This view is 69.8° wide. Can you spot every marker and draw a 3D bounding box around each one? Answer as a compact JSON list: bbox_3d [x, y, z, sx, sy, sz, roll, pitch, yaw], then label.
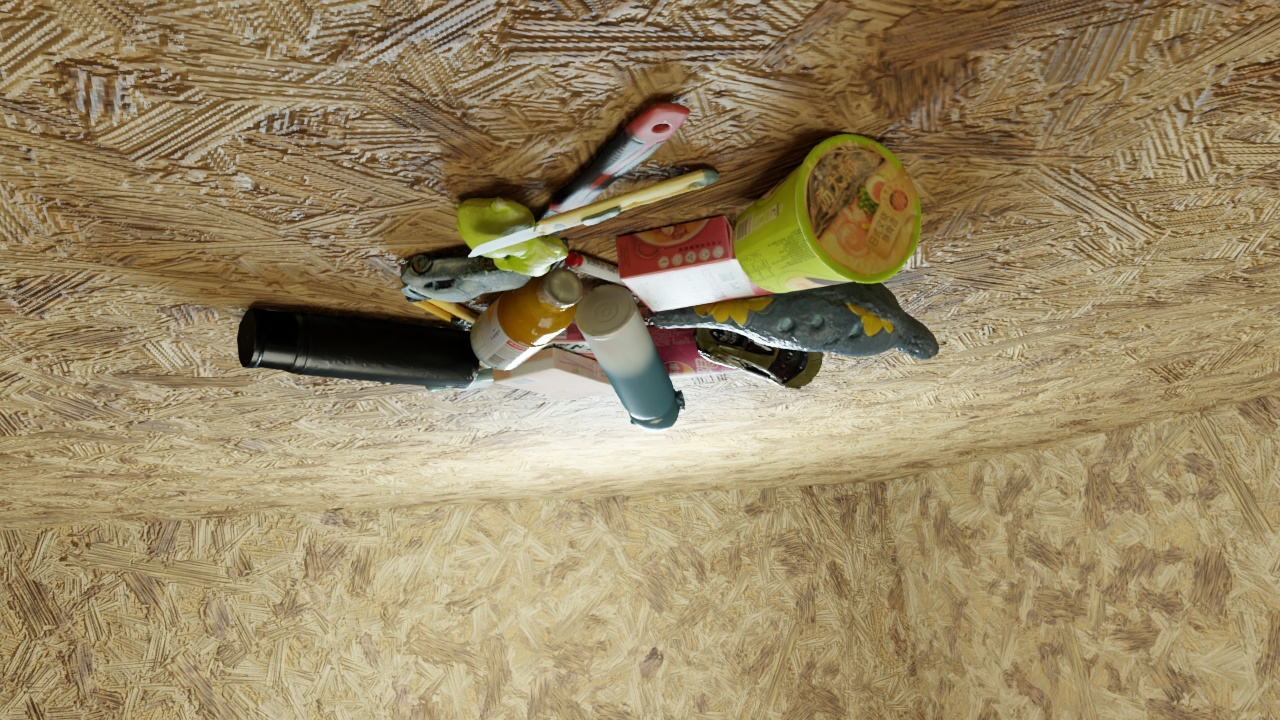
[{"bbox_3d":[-0.022,-0.083,0.899,0.017,0.017,0.145,-16,163,35],"label":"marker"}]

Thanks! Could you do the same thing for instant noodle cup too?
[{"bbox_3d":[0.137,-0.104,0.723,0.111,0.111,0.124,0,173,-23],"label":"instant noodle cup"}]

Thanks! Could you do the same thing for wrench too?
[{"bbox_3d":[-0.041,-0.129,0.708,0.056,0.016,0.274,-3,167,-27],"label":"wrench"}]

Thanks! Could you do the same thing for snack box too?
[{"bbox_3d":[-0.092,0.018,1.067,0.085,0.026,0.157,-12,165,26],"label":"snack box"},{"bbox_3d":[-0.068,-0.026,1.052,0.127,0.044,0.113,0,165,-26],"label":"snack box"},{"bbox_3d":[0.054,-0.089,0.852,0.127,0.044,0.113,-8,165,14],"label":"snack box"}]

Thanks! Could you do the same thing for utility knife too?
[{"bbox_3d":[-0.036,-0.115,0.703,0.204,0.021,0.031,-14,165,-2],"label":"utility knife"},{"bbox_3d":[-0.188,-0.044,0.987,0.033,0.015,0.216,-7,167,16],"label":"utility knife"}]

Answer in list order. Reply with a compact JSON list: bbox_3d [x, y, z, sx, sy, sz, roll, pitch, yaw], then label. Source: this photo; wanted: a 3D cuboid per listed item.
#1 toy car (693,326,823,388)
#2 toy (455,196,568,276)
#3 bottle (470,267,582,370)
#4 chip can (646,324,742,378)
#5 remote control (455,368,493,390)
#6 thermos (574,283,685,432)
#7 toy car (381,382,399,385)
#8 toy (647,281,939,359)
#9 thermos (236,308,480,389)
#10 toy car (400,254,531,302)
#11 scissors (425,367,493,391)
[{"bbox_3d":[0.137,-0.016,1.046,0.158,0.070,0.042,18,-170,-11],"label":"toy car"},{"bbox_3d":[-0.107,-0.098,0.737,0.100,0.031,0.097,20,153,-27],"label":"toy"},{"bbox_3d":[-0.113,-0.043,0.915,0.068,0.068,0.190,2,164,-28],"label":"bottle"},{"bbox_3d":[0.094,-0.017,1.100,0.210,0.071,0.071,-5,166,-3],"label":"chip can"},{"bbox_3d":[-0.245,0.016,1.196,0.056,0.020,0.136,-12,165,18],"label":"remote control"},{"bbox_3d":[-0.006,0.006,0.995,0.070,0.070,0.220,-9,146,13],"label":"thermos"},{"bbox_3d":[-0.299,0.007,1.076,0.106,0.031,0.048,14,-172,40],"label":"toy car"},{"bbox_3d":[0.192,-0.046,0.970,0.356,0.091,0.138,7,161,-21],"label":"toy"},{"bbox_3d":[-0.298,-0.016,0.981,0.242,0.068,0.090,8,-167,-38],"label":"thermos"},{"bbox_3d":[-0.157,-0.074,0.824,0.121,0.036,0.054,-5,167,16],"label":"toy car"},{"bbox_3d":[-0.176,0.017,1.160,0.171,0.019,0.170,-12,178,9],"label":"scissors"}]
